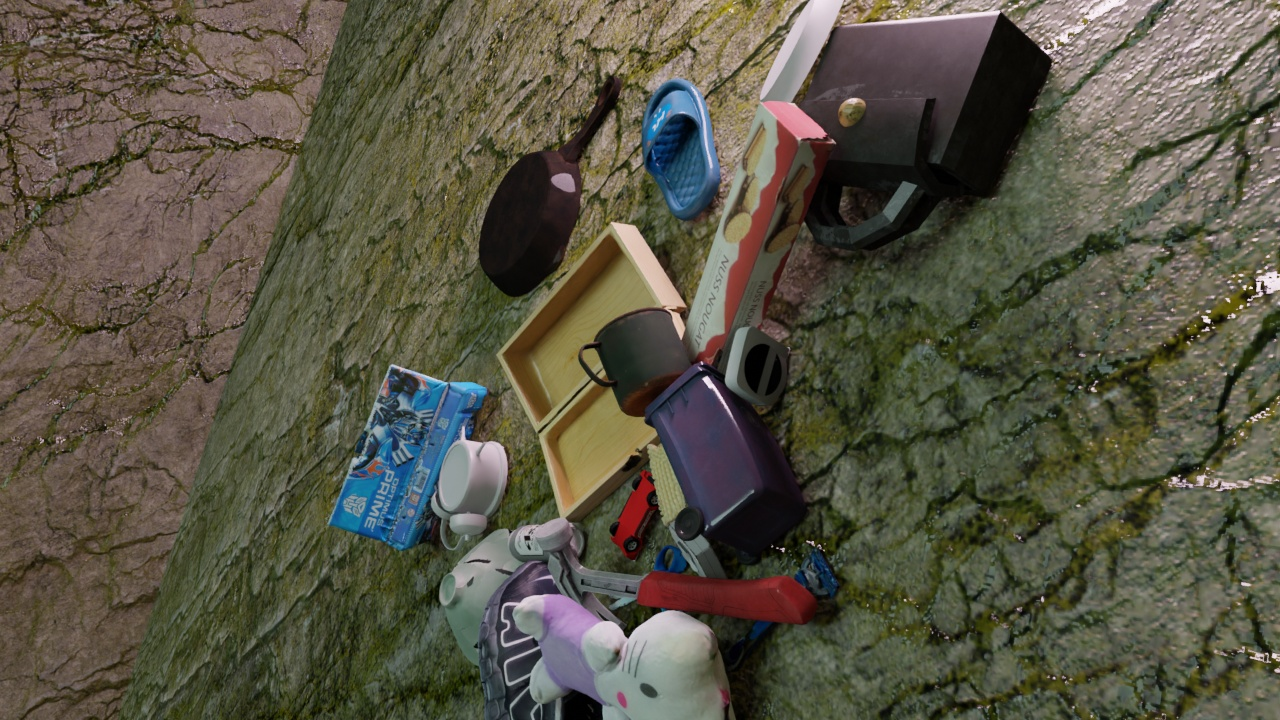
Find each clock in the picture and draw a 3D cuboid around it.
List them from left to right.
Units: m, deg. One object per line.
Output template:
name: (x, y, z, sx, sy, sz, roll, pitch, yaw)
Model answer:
clock: (-0.231, 0.178, 1.234, 0.120, 0.061, 0.159, 22, 96, 56)

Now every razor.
razor: (0.113, 0.220, 0.779, 0.141, 0.018, 0.044, -53, 39, 23)

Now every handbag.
handbag: (0.204, -0.188, 0.785, 0.197, 0.102, 0.199, 23, 92, 55)

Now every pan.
pan: (-0.137, -0.259, 1.332, 0.357, 0.043, 0.248, -56, 37, 19)

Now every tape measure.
tape measure: (0.051, 0.177, 0.849, 0.020, 0.062, 0.060, -33, 35, -11)
tape measure: (0.110, 0.006, 0.851, 0.017, 0.064, 0.065, -5, 63, 53)

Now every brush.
brush: (0.038, 0.120, 0.912, 0.049, 0.039, 0.117, -42, 44, 32)

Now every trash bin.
trash bin: (0.072, 0.090, 0.835, 0.092, 0.093, 0.160, -43, 44, 19)

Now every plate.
plate: (0.154, -0.306, 0.915, 0.173, 0.019, 0.172, -63, 7, 13)

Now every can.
can: (-0.110, 0.211, 1.061, 0.107, 0.044, 0.044, -15, 61, 50)

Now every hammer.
hammer: (0.027, 0.211, 0.835, 0.317, 0.036, 0.126, -8, 111, 48)

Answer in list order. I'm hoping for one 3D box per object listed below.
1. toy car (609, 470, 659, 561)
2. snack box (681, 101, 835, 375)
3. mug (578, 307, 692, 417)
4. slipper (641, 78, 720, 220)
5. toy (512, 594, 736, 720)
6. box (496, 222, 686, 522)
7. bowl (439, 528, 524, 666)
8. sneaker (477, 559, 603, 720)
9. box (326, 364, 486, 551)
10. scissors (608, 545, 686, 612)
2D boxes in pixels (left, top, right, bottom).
toy car: (-0.002, 0.162, 0.957, 0.038, 0.025, 0.089, 37, 103, 54)
snack box: (0.098, -0.096, 0.847, 0.076, 0.044, 0.274, -119, 36, -42)
mug: (-0.006, 0.005, 0.902, 0.085, 0.110, 0.081, -55, 50, 51)
slipper: (0.038, -0.250, 1.081, 0.104, 0.059, 0.213, -44, 44, 35)
toy: (-0.009, 0.273, 0.810, 0.210, 0.085, 0.138, 5, 114, 32)
box: (-0.046, 0.015, 1.052, 0.248, 0.076, 0.256, -45, 50, 32)
bowl: (-0.212, 0.290, 1.140, 0.175, 0.067, 0.174, -26, 54, 42)
sneaker: (-0.085, 0.315, 0.940, 0.151, 0.097, 0.252, -29, 52, 36)
box: (-0.307, 0.140, 1.269, 0.075, 0.166, 0.243, 24, 94, 42)
scissors: (0.005, 0.228, 0.930, 0.134, 0.016, 0.073, -29, 56, 49)
